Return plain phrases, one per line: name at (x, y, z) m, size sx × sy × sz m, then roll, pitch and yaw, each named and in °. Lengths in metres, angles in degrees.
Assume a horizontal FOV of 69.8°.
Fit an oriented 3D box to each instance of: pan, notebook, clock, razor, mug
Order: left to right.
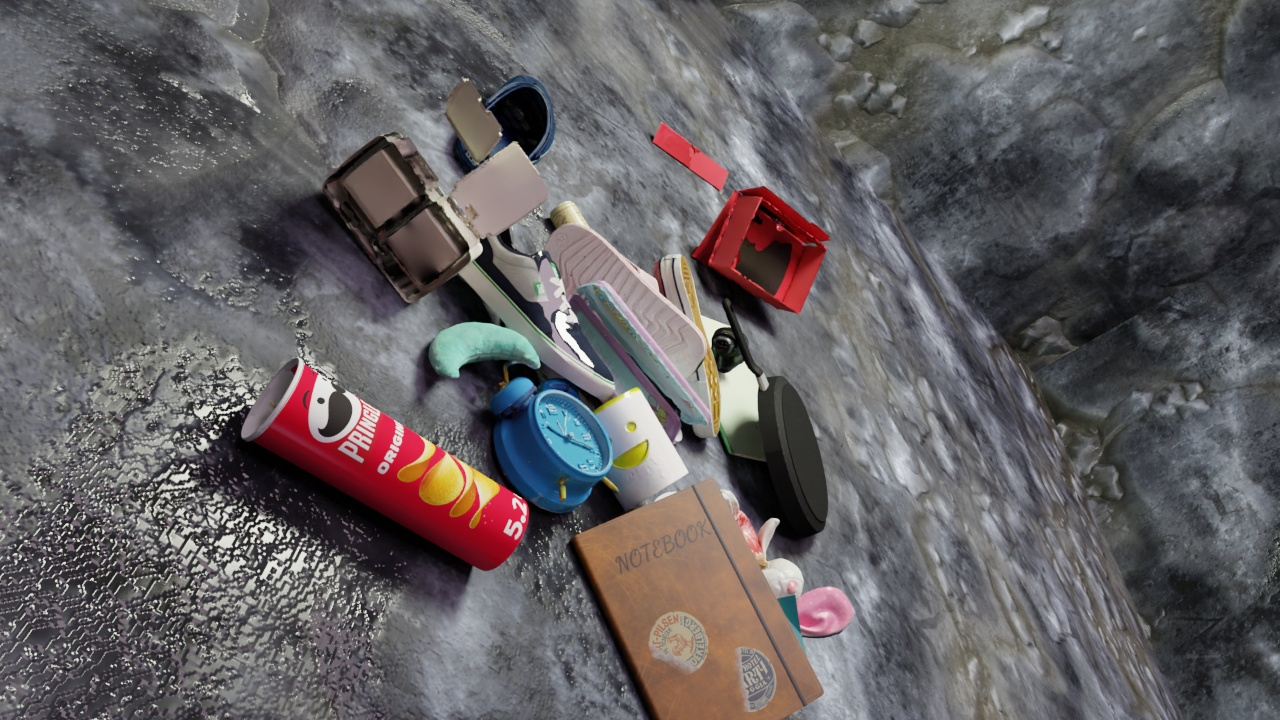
clock at (-0.091, 0.070, 0.898) m, size 0.116 × 0.060 × 0.161 m, roll -1°, pitch 57°, yaw -57°
mug at (-0.010, 0.094, 0.973) m, size 0.106 × 0.083 × 0.082 m, roll 58°, pitch 28°, yaw 6°
notebook at (0.065, 0.249, 0.878) m, size 0.178 × 0.014 × 0.249 m, roll -20°, pitch 72°, yaw -24°
razor at (0.118, -0.014, 1.266) m, size 0.054 × 0.067 × 0.151 m, roll 16°, pitch 4°, yaw 9°
notebook at (0.134, 0.037, 1.342) m, size 0.181 × 0.010 × 0.252 m, roll 16°, pitch 45°, yaw -49°
pan at (0.187, 0.072, 1.240) m, size 0.224 × 0.034 × 0.356 m, roll -64°, pitch 134°, yaw -62°

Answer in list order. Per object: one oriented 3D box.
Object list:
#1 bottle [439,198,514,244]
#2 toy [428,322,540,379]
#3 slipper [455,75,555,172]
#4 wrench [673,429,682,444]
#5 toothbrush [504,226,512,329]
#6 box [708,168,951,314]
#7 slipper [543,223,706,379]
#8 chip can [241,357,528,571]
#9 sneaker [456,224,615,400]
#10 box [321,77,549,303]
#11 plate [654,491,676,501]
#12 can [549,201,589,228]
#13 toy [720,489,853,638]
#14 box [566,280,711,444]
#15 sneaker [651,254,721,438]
bottle at (-0.189, -0.149, 1.006) m, size 0.112 × 0.047 × 0.047 m, roll 23°, pitch 40°, yaw -45°
toy at (-0.157, -0.008, 0.883) m, size 0.105 × 0.033 × 0.085 m, roll -12°, pitch 36°, yaw -34°
slipper at (-0.156, -0.307, 1.193) m, size 0.105 × 0.095 × 0.252 m, roll 42°, pitch 33°, yaw -16°
wrench at (-0.044, 0.015, 1.081) m, size 0.273 × 0.018 × 0.086 m, roll 44°, pitch 29°, yaw -20°
toothbrush at (-0.150, -0.090, 1.038) m, size 0.016 × 0.017 × 0.180 m, roll 31°, pitch 36°, yaw -40°
box at (0.297, -0.178, 1.455) m, size 0.213 × 0.326 × 0.152 m, roll 27°, pitch 70°, yaw -44°
slipper at (-0.020, -0.068, 1.116) m, size 0.239 × 0.094 × 0.064 m, roll 41°, pitch 11°, yaw 3°
chip can at (-0.190, 0.086, 0.713) m, size 0.220 × 0.069 × 0.069 m, roll 38°, pitch 31°, yaw -29°
sneaker at (-0.100, -0.060, 0.955) m, size 0.235 × 0.079 × 0.084 m, roll 46°, pitch 5°, yaw 7°
box at (-0.185, -0.162, 0.870) m, size 0.143 × 0.192 × 0.068 m, roll 56°, pitch 26°, yaw -11°
plate at (0.081, 0.222, 1.021) m, size 0.182 × 0.034 × 0.182 m, roll 37°, pitch 32°, yaw -29°
can at (-0.084, -0.166, 1.200) m, size 0.079 × 0.038 × 0.038 m, roll 58°, pitch 28°, yaw 8°
toy at (0.123, 0.225, 0.957) m, size 0.158 × 0.084 × 0.194 m, roll -21°, pitch 75°, yaw -32°
box at (-0.012, 0.007, 1.053) m, size 0.214 × 0.096 × 0.077 m, roll 51°, pitch 8°, yaw -16°
sneaker at (0.042, -0.012, 1.176) m, size 0.118 × 0.088 × 0.241 m, roll -26°, pitch 103°, yaw -74°
